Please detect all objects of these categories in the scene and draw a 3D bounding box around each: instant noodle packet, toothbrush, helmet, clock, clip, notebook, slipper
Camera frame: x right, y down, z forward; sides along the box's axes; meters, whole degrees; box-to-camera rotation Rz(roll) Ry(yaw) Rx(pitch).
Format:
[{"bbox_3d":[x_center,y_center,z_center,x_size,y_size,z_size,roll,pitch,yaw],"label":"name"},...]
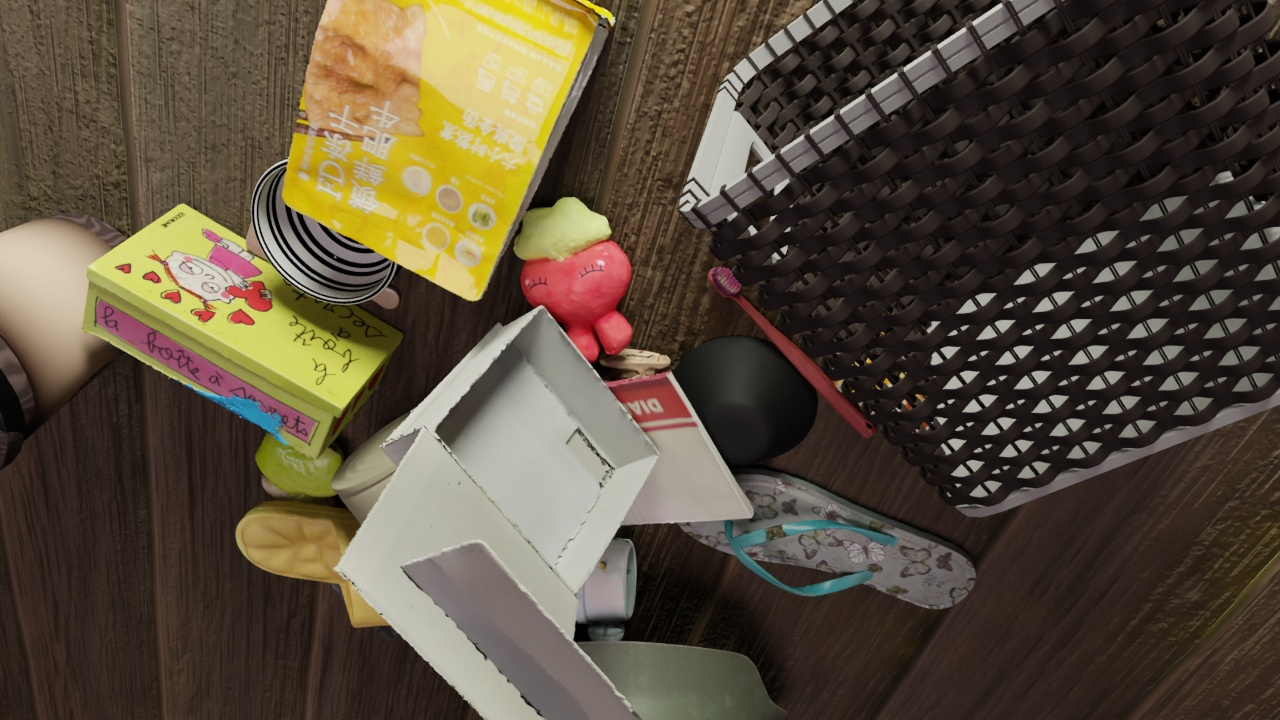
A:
[{"bbox_3d":[-0.139,-0.169,0.624,0.163,0.084,0.222,27,110,-4],"label":"instant noodle packet"},{"bbox_3d":[0.122,-0.006,0.720,0.190,0.016,0.016,44,164,-13],"label":"toothbrush"},{"bbox_3d":[0.018,0.368,0.866,0.267,0.153,0.228,21,148,-31],"label":"helmet"},{"bbox_3d":[-0.035,0.216,0.862,0.057,0.083,0.118,0,120,8],"label":"clock"},{"bbox_3d":[-0.006,-0.001,0.756,0.061,0.025,0.045,-9,120,11],"label":"clip"},{"bbox_3d":[-0.023,0.083,0.785,0.209,0.012,0.153,-11,120,39],"label":"notebook"},{"bbox_3d":[-0.265,0.199,0.869,0.263,0.078,0.100,11,121,7],"label":"slipper"},{"bbox_3d":[0.159,0.160,0.794,0.269,0.054,0.098,15,121,4],"label":"slipper"}]

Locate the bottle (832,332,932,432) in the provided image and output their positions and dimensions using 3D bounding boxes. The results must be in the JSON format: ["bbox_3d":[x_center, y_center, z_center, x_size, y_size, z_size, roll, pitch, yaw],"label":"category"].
[{"bbox_3d":[0.197,0.022,0.691,0.109,0.063,0.063,39,122,-11],"label":"bottle"}]

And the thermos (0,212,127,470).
[{"bbox_3d":[-0.530,-0.021,0.759,0.173,0.225,0.173,7,122,11],"label":"thermos"}]

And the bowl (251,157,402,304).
[{"bbox_3d":[-0.232,-0.112,0.720,0.120,0.066,0.120,7,122,11],"label":"bowl"}]

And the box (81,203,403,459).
[{"bbox_3d":[-0.326,-0.025,0.768,0.221,0.124,0.079,30,126,-3],"label":"box"}]

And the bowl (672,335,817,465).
[{"bbox_3d":[0.079,0.047,0.743,0.124,0.052,0.124,7,122,11],"label":"bowl"}]

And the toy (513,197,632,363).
[{"bbox_3d":[-0.050,-0.061,0.716,0.092,0.045,0.135,-7,113,21],"label":"toy"}]

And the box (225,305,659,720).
[{"bbox_3d":[-0.102,0.123,0.574,0.109,0.417,0.166,-30,108,27],"label":"box"}]

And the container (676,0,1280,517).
[{"bbox_3d":[0.205,-0.099,0.510,0.246,0.246,0.243,-30,113,28],"label":"container"}]

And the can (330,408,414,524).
[{"bbox_3d":[-0.197,0.099,0.806,0.128,0.127,0.073,-23,111,26],"label":"can"}]

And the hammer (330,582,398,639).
[{"bbox_3d":[-0.190,0.186,0.904,0.331,0.033,0.132,-27,109,31],"label":"hammer"}]

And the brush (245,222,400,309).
[{"bbox_3d":[-0.266,-0.084,0.780,0.135,0.015,0.050,29,124,-10],"label":"brush"}]

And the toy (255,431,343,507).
[{"bbox_3d":[-0.334,0.117,0.903,0.092,0.043,0.118,19,127,-1],"label":"toy"}]
